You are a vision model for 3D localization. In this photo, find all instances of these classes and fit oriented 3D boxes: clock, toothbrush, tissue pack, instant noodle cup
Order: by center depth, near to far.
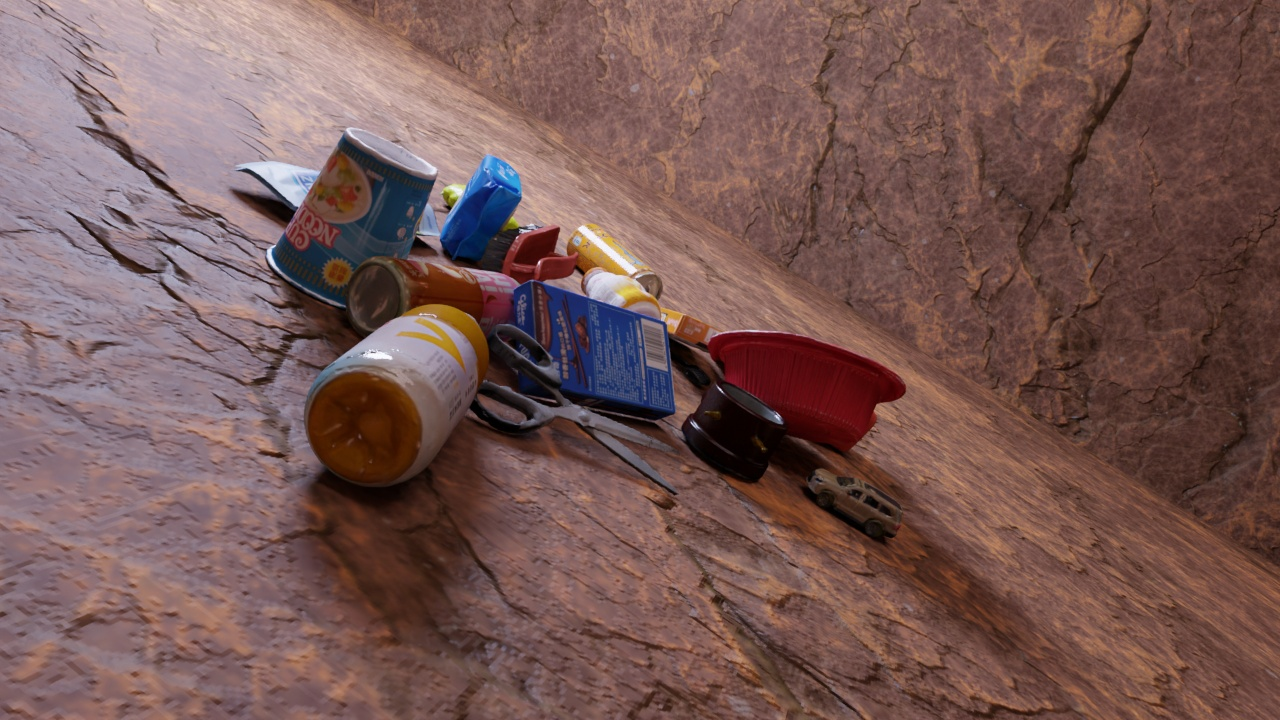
[{"bbox_3d":[-0.202,-0.104,0.666,0.099,0.110,0.099,28,14,-8],"label":"instant noodle cup"},{"bbox_3d":[0.085,0.057,0.801,0.082,0.055,0.121,32,13,7],"label":"clock"},{"bbox_3d":[0.154,0.033,0.896,0.194,0.065,0.194,17,-12,3],"label":"instant noodle cup"},{"bbox_3d":[-0.164,-0.158,0.961,0.052,0.095,0.157,32,13,-17],"label":"tissue pack"},{"bbox_3d":[0.005,-0.025,1.009,0.189,0.014,0.017,38,28,29],"label":"toothbrush"}]

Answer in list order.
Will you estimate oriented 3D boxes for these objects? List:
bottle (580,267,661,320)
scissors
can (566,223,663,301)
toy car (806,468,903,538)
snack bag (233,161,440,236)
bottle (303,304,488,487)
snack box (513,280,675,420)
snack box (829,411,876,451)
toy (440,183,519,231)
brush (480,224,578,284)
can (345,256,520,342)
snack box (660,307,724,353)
[{"bbox_3d":[-0.025,-0.060,0.962,0.063,0.063,0.108,18,19,-39],"label":"bottle"},{"bbox_3d":[-0.046,0.036,0.641,0.159,0.014,0.170,-10,62,-48],"label":"scissors"},{"bbox_3d":[-0.034,-0.116,1.147,0.058,0.058,0.146,16,20,-45],"label":"can"},{"bbox_3d":[0.192,0.125,0.826,0.090,0.035,0.042,28,13,2],"label":"toy car"},{"bbox_3d":[-0.264,-0.144,0.830,0.110,0.039,0.190,44,17,8],"label":"snack bag"},{"bbox_3d":[-0.126,0.009,0.517,0.068,0.068,0.189,29,14,-6],"label":"bottle"},{"bbox_3d":[-0.034,-0.005,0.735,0.157,0.026,0.084,15,62,-46],"label":"snack box"},{"bbox_3d":[0.214,0.053,1.041,0.080,0.082,0.091,39,11,-22],"label":"snack box"},{"bbox_3d":[-0.194,-0.184,1.116,0.100,0.031,0.096,22,18,-31],"label":"toy"},{"bbox_3d":[-0.110,-0.104,0.946,0.069,0.063,0.145,19,14,7],"label":"brush"},{"bbox_3d":[-0.144,-0.041,0.670,0.058,0.058,0.147,36,16,22],"label":"can"},{"bbox_3d":[0.052,-0.033,1.030,0.075,0.026,0.154,25,1,-17],"label":"snack box"}]
